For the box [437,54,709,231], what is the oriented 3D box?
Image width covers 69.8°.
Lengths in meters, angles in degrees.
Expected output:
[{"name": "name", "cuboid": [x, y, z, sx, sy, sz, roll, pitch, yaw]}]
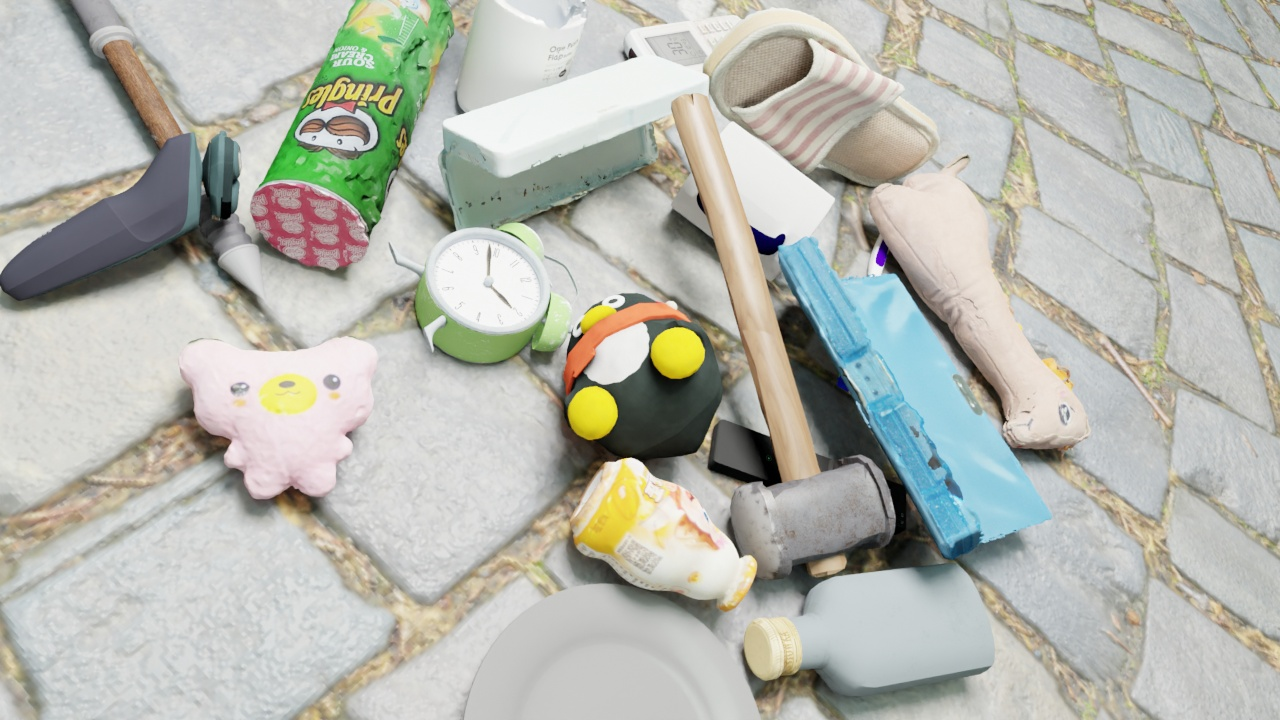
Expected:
[{"name": "box", "cuboid": [-0.048, -0.147, 0.651, 0.198, 0.096, 0.086, -29, 50, -36]}]

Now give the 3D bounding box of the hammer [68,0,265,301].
[{"name": "hammer", "cuboid": [-0.311, -0.169, 0.571, 0.155, 0.043, 0.322, -26, 77, -35]}]

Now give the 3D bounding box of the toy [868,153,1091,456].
[{"name": "toy", "cuboid": [0.299, -0.053, 0.770, 0.195, 0.065, 0.264, -31, 80, -35]}]

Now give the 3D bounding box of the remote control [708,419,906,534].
[{"name": "remote control", "cuboid": [0.118, 0.081, 0.633, 0.150, 0.013, 0.034, 21, 55, -13]}]

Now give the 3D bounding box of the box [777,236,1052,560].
[{"name": "box", "cuboid": [0.185, 0.027, 0.652, 0.172, 0.066, 0.231, 9, 49, -50]}]

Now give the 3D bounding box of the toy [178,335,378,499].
[{"name": "toy", "cuboid": [-0.194, 0.029, 0.497, 0.102, 0.050, 0.093, -1, 67, -22]}]

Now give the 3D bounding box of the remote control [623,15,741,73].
[{"name": "remote control", "cuboid": [0.051, -0.269, 0.805, 0.138, 0.026, 0.060, -22, 72, -33]}]

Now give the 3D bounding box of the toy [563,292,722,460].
[{"name": "toy", "cuboid": [-0.003, 0.003, 0.575, 0.100, 0.097, 0.119, 49, 8, -46]}]

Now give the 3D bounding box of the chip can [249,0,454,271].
[{"name": "chip can", "cuboid": [-0.181, -0.167, 0.605, 0.075, 0.076, 0.222, 19, 54, -14]}]

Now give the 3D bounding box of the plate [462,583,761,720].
[{"name": "plate", "cuboid": [-0.011, 0.208, 0.492, 0.178, 0.012, 0.178, 15, 53, -21]}]

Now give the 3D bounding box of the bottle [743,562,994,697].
[{"name": "bottle", "cuboid": [0.141, 0.169, 0.570, 0.161, 0.046, 0.072, 0, 61, -25]}]

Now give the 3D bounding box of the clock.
[{"name": "clock", "cuboid": [-0.095, -0.044, 0.591, 0.119, 0.043, 0.094, -12, 68, -30]}]

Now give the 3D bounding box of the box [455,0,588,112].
[{"name": "box", "cuboid": [-0.094, -0.249, 0.646, 0.118, 0.160, 0.084, 43, 45, 13]}]

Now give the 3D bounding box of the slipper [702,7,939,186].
[{"name": "slipper", "cuboid": [0.157, -0.191, 0.726, 0.262, 0.115, 0.052, 14, 54, -44]}]

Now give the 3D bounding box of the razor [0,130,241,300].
[{"name": "razor", "cuboid": [-0.284, -0.079, 0.507, 0.142, 0.047, 0.052, -34, 112, -16]}]

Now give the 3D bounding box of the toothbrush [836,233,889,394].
[{"name": "toothbrush", "cuboid": [0.183, -0.045, 0.739, 0.016, 0.015, 0.186, 28, 53, -7]}]

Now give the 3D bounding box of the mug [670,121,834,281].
[{"name": "mug", "cuboid": [0.080, -0.114, 0.683, 0.097, 0.079, 0.111, 37, 29, -1]}]

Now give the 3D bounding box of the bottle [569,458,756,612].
[{"name": "bottle", "cuboid": [0.015, 0.106, 0.539, 0.108, 0.063, 0.063, 32, 53, -5]}]

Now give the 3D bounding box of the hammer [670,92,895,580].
[{"name": "hammer", "cuboid": [0.077, -0.022, 0.602, 0.098, 0.052, 0.328, -11, 81, -22]}]
